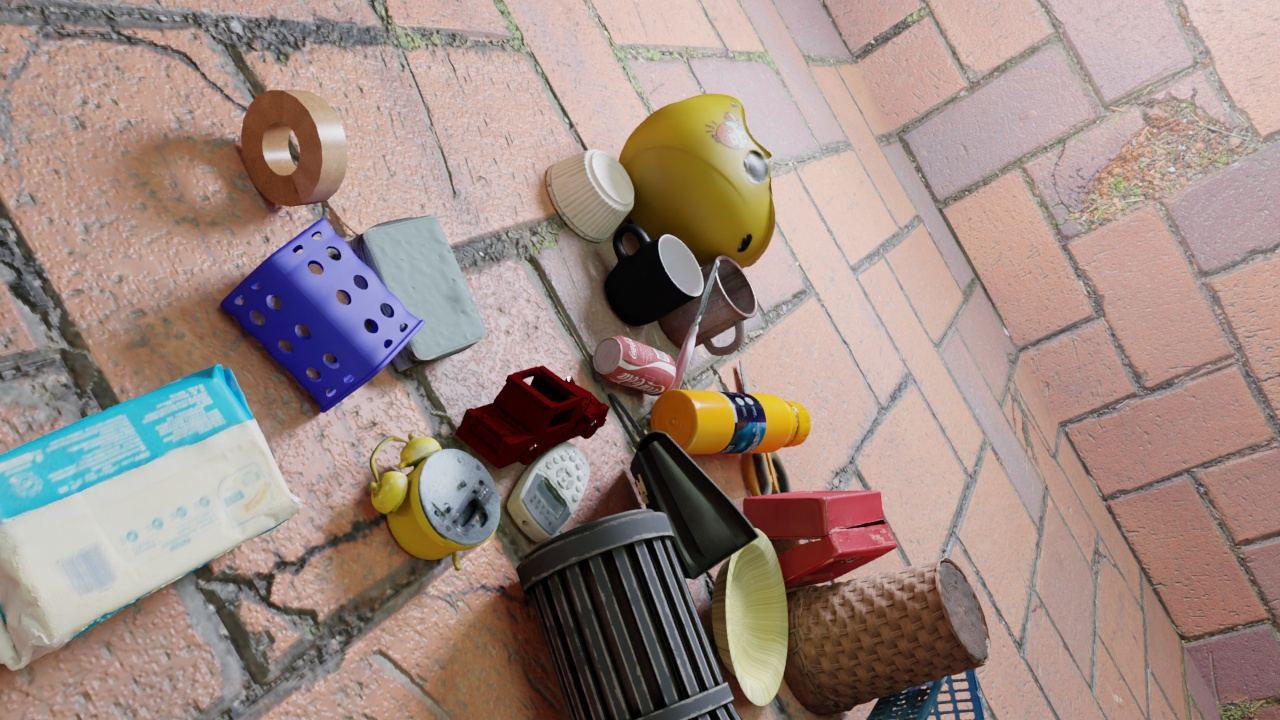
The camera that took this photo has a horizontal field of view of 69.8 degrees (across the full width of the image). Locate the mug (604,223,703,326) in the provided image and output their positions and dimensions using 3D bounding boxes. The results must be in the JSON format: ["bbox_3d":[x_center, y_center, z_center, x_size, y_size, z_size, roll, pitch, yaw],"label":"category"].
[{"bbox_3d":[0.006,-0.111,1.125,0.121,0.095,0.085,61,31,1],"label":"mug"}]

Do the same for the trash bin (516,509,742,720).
[{"bbox_3d":[-0.005,0.253,0.766,0.164,0.165,0.227,6,57,-53],"label":"trash bin"}]

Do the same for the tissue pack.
[{"bbox_3d":[-0.310,0.086,0.550,0.117,0.066,0.208,60,33,-2],"label":"tissue pack"}]

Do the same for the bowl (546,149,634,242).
[{"bbox_3d":[-0.056,-0.213,1.150,0.115,0.063,0.115,34,41,-36],"label":"bowl"}]

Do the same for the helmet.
[{"bbox_3d":[0.059,-0.222,1.205,0.139,0.210,0.240,-20,85,-43],"label":"helmet"}]

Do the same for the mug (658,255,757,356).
[{"bbox_3d":[0.090,-0.059,1.194,0.096,0.110,0.122,10,58,-45],"label":"mug"}]

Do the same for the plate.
[{"bbox_3d":[0.113,0.277,1.000,0.184,0.036,0.184,29,57,-58],"label":"plate"}]

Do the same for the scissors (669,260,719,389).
[{"bbox_3d":[0.065,-0.044,1.112,0.016,0.179,0.101,16,9,-1],"label":"scissors"}]

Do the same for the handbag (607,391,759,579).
[{"bbox_3d":[0.021,0.115,0.920,0.195,0.072,0.176,57,-9,9],"label":"handbag"}]

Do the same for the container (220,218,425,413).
[{"bbox_3d":[-0.248,-0.035,0.717,0.113,0.085,0.084,49,33,-16],"label":"container"}]

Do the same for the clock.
[{"bbox_3d":[-0.168,0.109,0.741,0.119,0.057,0.083,50,34,-17],"label":"clock"}]

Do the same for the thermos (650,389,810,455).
[{"bbox_3d":[0.113,0.078,1.131,0.232,0.092,0.076,4,76,-45],"label":"thermos"}]

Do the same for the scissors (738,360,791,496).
[{"bbox_3d":[0.166,0.101,1.259,0.114,0.016,0.228,29,44,-42],"label":"scissors"}]

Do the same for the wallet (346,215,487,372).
[{"bbox_3d":[-0.204,-0.061,0.832,0.100,0.054,0.131,-25,88,-49],"label":"wallet"}]

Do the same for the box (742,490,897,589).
[{"bbox_3d":[0.222,0.204,1.142,0.157,0.137,0.126,9,57,-49],"label":"box"}]

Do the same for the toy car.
[{"bbox_3d":[-0.093,0.047,0.872,0.070,0.062,0.169,35,25,21],"label":"toy car"}]

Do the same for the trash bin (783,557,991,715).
[{"bbox_3d":[0.282,0.315,1.070,0.151,0.211,0.151,35,40,-36],"label":"trash bin"}]

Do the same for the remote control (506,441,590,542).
[{"bbox_3d":[-0.085,0.122,0.876,0.060,0.028,0.114,54,33,-11],"label":"remote control"}]

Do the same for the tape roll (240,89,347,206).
[{"bbox_3d":[-0.288,-0.176,0.762,0.094,0.094,0.027,61,32,1],"label":"tape roll"}]

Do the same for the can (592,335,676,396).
[{"bbox_3d":[-0.006,0.006,1.055,0.096,0.054,0.054,21,49,-46],"label":"can"}]

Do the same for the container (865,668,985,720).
[{"bbox_3d":[0.317,0.501,1.042,0.361,0.089,0.257,-19,97,-58],"label":"container"}]
